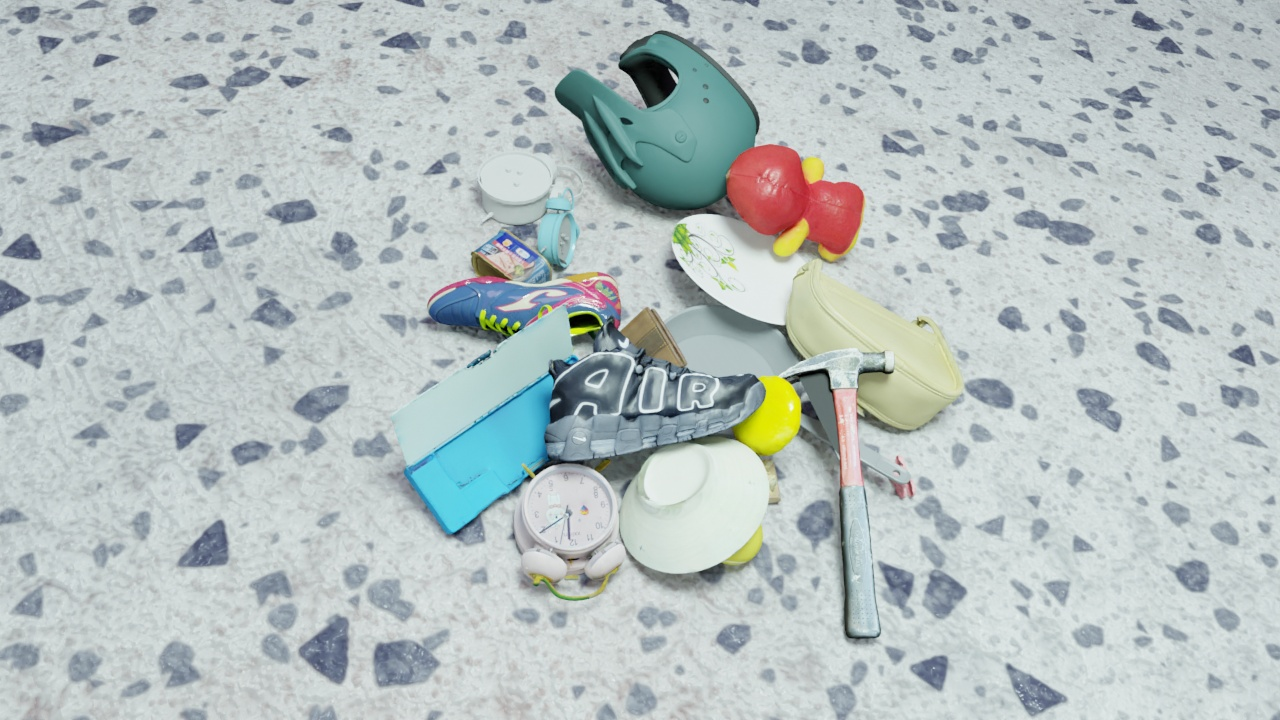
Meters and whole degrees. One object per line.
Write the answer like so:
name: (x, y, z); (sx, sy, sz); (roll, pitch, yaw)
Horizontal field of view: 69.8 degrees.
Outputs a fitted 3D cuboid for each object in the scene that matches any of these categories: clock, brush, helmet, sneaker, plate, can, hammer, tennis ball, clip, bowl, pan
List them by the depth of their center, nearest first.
clock: (-0.077, 0.184, 0.992); (0.116, 0.059, 0.157); (-1, 58, -11)
bowl: (0.047, 0.139, 0.998); (0.177, 0.058, 0.176); (-16, 44, 17)
tennis ball: (0.102, 0.192, 1.010); (0.065, 0.065, 0.065); (4, 52, -5)
sneaker: (0.007, 0.018, 1.021); (0.252, 0.097, 0.151); (-13, 92, -2)
hammer: (0.228, 0.143, 1.032); (0.140, 0.036, 0.325); (-4, 69, 10)
brush: (0.106, 0.139, 1.067); (0.117, 0.039, 0.049); (-1, 54, -5)
clip: (0.308, 0.139, 1.106); (0.044, 0.023, 0.060); (7, 51, 3)
pan: (0.166, 0.057, 1.130); (0.357, 0.051, 0.200); (34, 56, 14)
sneaker: (-0.144, -0.056, 1.139); (0.242, 0.116, 0.091); (-5, 64, 0)
can: (-0.174, -0.124, 1.223); (0.100, 0.054, 0.058); (37, 59, 20)
clock: (-0.107, -0.182, 1.256); (0.042, 0.087, 0.123); (7, 62, 14)
plate: (0.142, -0.118, 1.256); (0.229, 0.030, 0.228); (17, 39, -14)
helmet: (0.026, -0.333, 1.311); (0.275, 0.177, 0.200); (44, 73, -4)
clock: (-0.159, -0.251, 1.316); (0.159, 0.061, 0.119); (-12, 55, -15)

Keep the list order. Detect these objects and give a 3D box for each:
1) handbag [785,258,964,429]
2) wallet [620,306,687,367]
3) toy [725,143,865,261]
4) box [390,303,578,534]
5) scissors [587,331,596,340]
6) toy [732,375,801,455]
handbag: (0.290, -0.024, 1.170); (0.233, 0.089, 0.190); (29, 38, -6)
wallet: (-0.007, 0.006, 1.117); (0.027, 0.121, 0.098); (20, 34, -49)
toy: (0.215, -0.224, 1.272); (0.216, 0.099, 0.147); (17, 75, -26)
box: (-0.159, 0.060, 1.039); (0.242, 0.171, 0.070); (-35, 27, -28)
scissors: (-0.009, -0.024, 1.194); (0.125, 0.011, 0.129); (38, 58, 14)
toy: (0.143, 0.063, 1.051); (0.041, 0.094, 0.095); (16, 11, -44)
